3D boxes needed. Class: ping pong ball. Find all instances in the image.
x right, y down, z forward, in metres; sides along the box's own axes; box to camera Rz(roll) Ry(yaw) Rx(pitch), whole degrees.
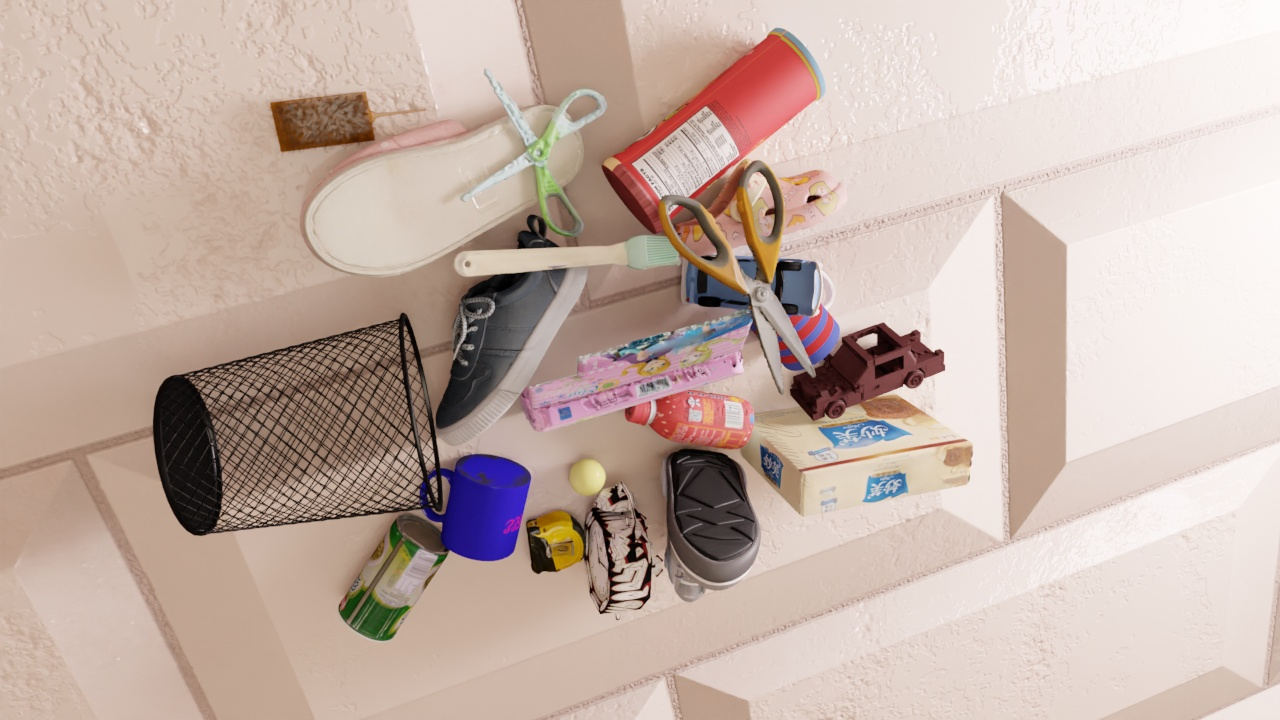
[{"bbox_3d":[-0.058,0.127,1.002,0.040,0.040,0.040,-6,112,-16],"label":"ping pong ball"}]

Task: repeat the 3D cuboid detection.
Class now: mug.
[{"bbox_3d":[-0.176,0.147,0.956,0.111,0.079,0.084,16,106,6],"label":"mug"},{"bbox_3d":[0.172,-0.055,0.998,0.076,0.075,0.111,45,66,-27],"label":"mug"}]

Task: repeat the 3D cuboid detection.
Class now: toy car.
[{"bbox_3d":[0.115,-0.078,0.936,0.054,0.154,0.056,-12,107,-60],"label":"toy car"},{"bbox_3d":[0.258,0.007,1.042,0.169,0.070,0.062,-20,126,-11],"label":"toy car"}]

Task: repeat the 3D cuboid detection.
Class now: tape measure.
[{"bbox_3d":[-0.092,0.202,1.020,0.064,0.037,0.066,-10,113,-14],"label":"tape measure"}]

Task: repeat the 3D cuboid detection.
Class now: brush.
[{"bbox_3d":[-0.260,-0.215,0.817,0.126,0.017,0.048,-11,113,-14],"label":"brush"},{"bbox_3d":[-0.065,-0.097,0.861,0.217,0.012,0.033,-6,95,-17],"label":"brush"}]

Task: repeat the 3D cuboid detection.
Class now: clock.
[{"bbox_3d":[-0.016,0.201,0.998,0.065,0.114,0.155,-2,128,-18],"label":"clock"}]

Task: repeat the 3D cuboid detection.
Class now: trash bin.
[{"bbox_3d":[-0.301,0.066,0.829,0.210,0.184,0.184,-10,113,-9],"label":"trash bin"}]

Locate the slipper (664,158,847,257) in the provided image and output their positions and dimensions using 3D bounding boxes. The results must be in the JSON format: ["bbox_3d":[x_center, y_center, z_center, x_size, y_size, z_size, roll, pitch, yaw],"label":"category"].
[{"bbox_3d":[0.113,-0.162,0.925,0.197,0.093,0.081,-19,106,-9],"label":"slipper"}]

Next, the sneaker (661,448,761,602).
[{"bbox_3d":[0.063,0.204,0.954,0.093,0.256,0.160,6,108,-2],"label":"sneaker"}]

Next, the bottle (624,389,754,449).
[{"bbox_3d":[0.051,0.061,1.001,0.137,0.062,0.062,10,106,-22],"label":"bottle"}]

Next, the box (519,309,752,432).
[{"bbox_3d":[-0.002,0.017,0.919,0.230,0.161,0.062,-16,84,-12],"label":"box"}]

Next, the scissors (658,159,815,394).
[{"bbox_3d":[0.095,-0.076,0.860,0.175,0.016,0.225,-8,88,-21],"label":"scissors"}]

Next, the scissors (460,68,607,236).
[{"bbox_3d":[-0.095,-0.192,0.845,0.172,0.021,0.171,-36,117,-14],"label":"scissors"}]

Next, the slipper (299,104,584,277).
[{"bbox_3d":[-0.177,-0.160,0.844,0.273,0.054,0.114,-26,113,-21],"label":"slipper"}]

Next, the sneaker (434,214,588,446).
[{"bbox_3d":[-0.143,-0.027,0.890,0.087,0.089,0.235,33,90,-28],"label":"sneaker"}]

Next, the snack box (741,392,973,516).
[{"bbox_3d":[0.238,0.099,1.026,0.207,0.153,0.055,-8,111,-16],"label":"snack box"}]

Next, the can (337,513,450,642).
[{"bbox_3d":[-0.257,0.228,0.959,0.067,0.067,0.121,31,97,-26],"label":"can"}]

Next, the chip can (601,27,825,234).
[{"bbox_3d":[0.070,-0.221,0.887,0.213,0.087,0.087,-39,117,-2],"label":"chip can"}]
